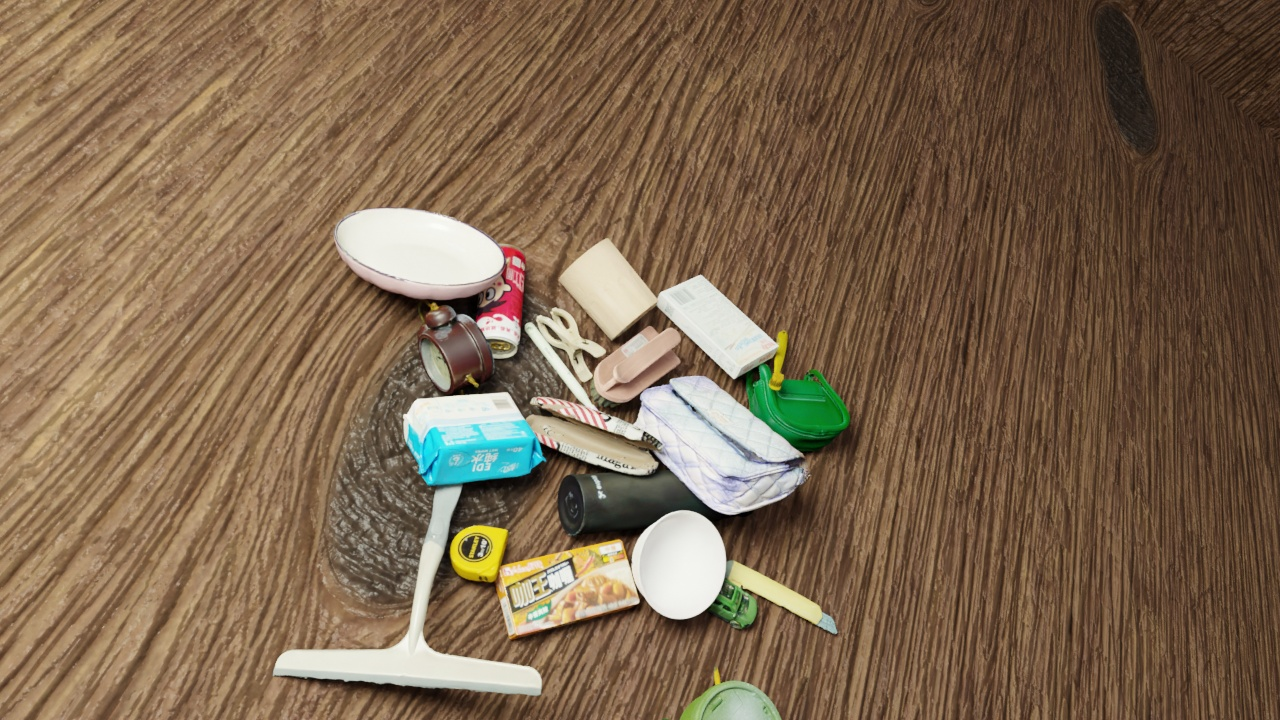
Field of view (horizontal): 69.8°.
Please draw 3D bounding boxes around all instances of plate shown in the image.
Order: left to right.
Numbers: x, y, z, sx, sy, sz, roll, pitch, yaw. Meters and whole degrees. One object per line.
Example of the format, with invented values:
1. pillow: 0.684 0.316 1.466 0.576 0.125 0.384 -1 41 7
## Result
1. plate: -0.252 -0.117 1.049 0.192 0.039 0.192 13 29 -8

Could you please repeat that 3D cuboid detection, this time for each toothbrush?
1. toothbrush: -0.083 0.029 1.120 0.189 0.029 0.020 53 10 6
2. toothbrush: 0.190 -0.005 1.245 0.016 0.017 0.189 21 25 3

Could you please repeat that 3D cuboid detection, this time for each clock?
1. clock: -0.214 -0.016 1.029 0.055 0.082 0.122 -28 83 -31
2. clock: 0.105 0.425 0.991 0.115 0.056 0.161 -32 83 -37

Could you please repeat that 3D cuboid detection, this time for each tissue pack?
1. tissue pack: -0.181 0.086 0.989 0.139 0.063 0.090 -3 35 -32

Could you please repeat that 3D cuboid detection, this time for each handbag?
1. handbag: 0.091 0.094 1.093 0.134 0.076 0.194 -8 36 -39
2. handbag: 0.209 0.060 1.241 0.131 0.068 0.120 2 57 -28

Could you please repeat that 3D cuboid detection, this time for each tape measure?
1. tape measure: -0.170 0.203 0.960 0.057 0.029 0.059 9 46 3

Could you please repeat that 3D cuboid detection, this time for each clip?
1. clip: -0.087 -0.024 1.136 0.097 0.060 0.034 45 49 13

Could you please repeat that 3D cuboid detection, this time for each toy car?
1. toy car: 0.100 0.280 1.081 0.091 0.036 0.043 33 51 -16

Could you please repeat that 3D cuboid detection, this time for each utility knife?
1. utility knife: 0.172 0.290 1.126 0.178 0.019 0.030 27 58 -8

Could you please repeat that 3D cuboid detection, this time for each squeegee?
1. squeegee: -0.206 0.199 0.913 0.246 0.039 0.246 5 46 0

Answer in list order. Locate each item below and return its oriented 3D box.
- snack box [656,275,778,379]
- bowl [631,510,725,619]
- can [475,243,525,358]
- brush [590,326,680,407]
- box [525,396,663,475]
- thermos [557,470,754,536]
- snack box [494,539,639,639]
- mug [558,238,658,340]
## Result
1. snack box: 0.103 -0.048 1.236 0.084 0.027 0.157 -26 62 -38
2. bowl: 0.031 0.229 1.041 0.118 0.065 0.118 4 82 -31
3. can: -0.168 -0.071 1.102 0.053 0.053 0.132 14 59 -24
4. brush: -0.007 0.007 1.131 0.063 0.073 0.145 51 41 3
5. box: -0.057 0.096 1.060 0.163 0.075 0.077 18 86 2
6. thermos: 0.020 0.158 1.089 0.242 0.069 0.090 1 32 -32
7. snack box: -0.079 0.247 0.998 0.153 0.026 0.075 -6 67 -32
8. mug: -0.033 -0.095 1.187 0.103 0.084 0.124 50 25 1
